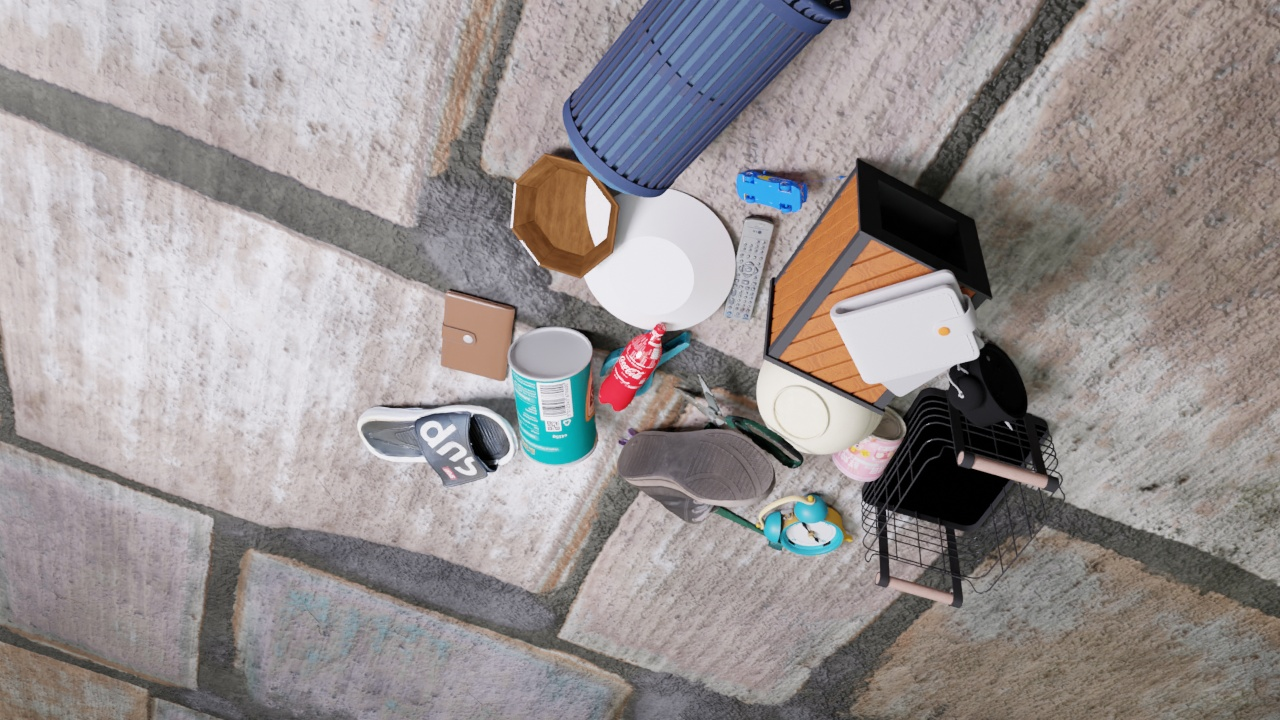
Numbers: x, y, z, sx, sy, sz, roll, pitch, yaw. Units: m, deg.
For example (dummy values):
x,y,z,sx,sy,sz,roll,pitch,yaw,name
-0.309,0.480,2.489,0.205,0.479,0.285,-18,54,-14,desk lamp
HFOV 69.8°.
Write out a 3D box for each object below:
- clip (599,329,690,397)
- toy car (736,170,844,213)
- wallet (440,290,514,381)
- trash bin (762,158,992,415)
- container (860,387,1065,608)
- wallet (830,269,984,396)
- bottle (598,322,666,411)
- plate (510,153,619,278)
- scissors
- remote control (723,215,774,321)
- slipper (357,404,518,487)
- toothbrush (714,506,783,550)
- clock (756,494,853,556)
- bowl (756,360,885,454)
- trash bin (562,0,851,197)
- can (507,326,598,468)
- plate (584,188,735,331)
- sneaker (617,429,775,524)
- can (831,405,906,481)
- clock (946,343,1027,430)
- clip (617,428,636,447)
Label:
x,y,z,sx,sy,sz,roll,pitch,yaw,name
-0.011,-0.013,1.105,0.120,0.030,0.131,23,130,-1,clip
0.152,-0.182,0.938,0.092,0.061,0.033,22,139,33,toy car
-0.204,-0.028,1.138,0.087,0.013,0.121,15,130,0,wallet
0.231,-0.073,0.926,0.139,0.139,0.172,25,130,-9,trash bin
0.377,0.165,1.099,0.163,0.130,0.242,16,130,-1,container
0.253,-0.018,0.850,0.119,0.037,0.115,-17,124,28,wallet
-0.006,0.006,1.072,0.042,0.041,0.142,26,132,-10,bottle
-0.077,-0.155,0.977,0.131,0.025,0.131,10,116,22,plate
0.123,0.098,1.111,0.206,0.015,0.202,27,152,42,scissors
0.118,-0.099,1.011,0.033,0.013,0.137,11,130,2,remote control
-0.275,0.113,1.209,0.264,0.062,0.111,2,130,30,slipper
0.120,0.217,1.270,0.189,0.017,0.016,28,129,-12,toothbrush
0.221,0.223,1.240,0.129,0.043,0.099,36,127,-27,clock
0.194,0.046,1.039,0.151,0.075,0.151,14,119,27,bowl
0.045,-0.264,0.811,0.139,0.139,0.250,36,129,-17,trash bin
-0.105,0.046,1.122,0.099,0.099,0.144,5,130,8,can
0.014,-0.100,1.002,0.174,0.036,0.174,6,122,9,plate
0.088,0.152,1.133,0.235,0.095,0.120,-6,143,45,sneaker
0.274,0.099,1.107,0.067,0.067,0.076,17,130,-2,can
0.374,0.024,1.010,0.120,0.091,0.043,28,141,-28,clock
-0.003,0.111,1.212,0.050,0.013,0.029,29,129,-17,clip
